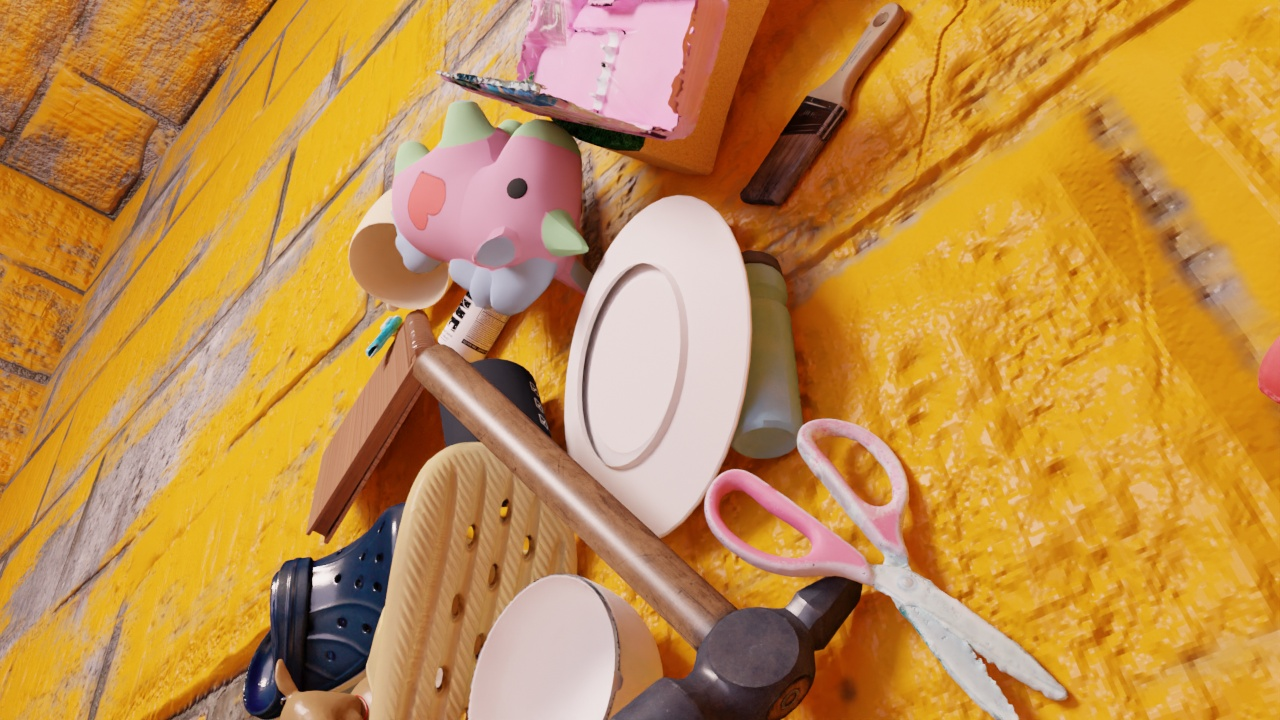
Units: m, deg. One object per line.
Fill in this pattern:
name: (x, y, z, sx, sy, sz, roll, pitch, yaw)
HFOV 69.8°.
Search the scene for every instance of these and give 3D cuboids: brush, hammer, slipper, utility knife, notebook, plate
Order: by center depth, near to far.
hammer: (-0.036, 0.068, 0.480, 0.129, 0.040, 0.322, -31, 43, -24)
slipper: (-0.105, 0.182, 0.540, 0.079, 0.111, 0.261, 140, 141, -59)
plate: (-0.003, 0.003, 0.546, 0.209, 0.015, 0.208, -27, 58, 55)
brush: (0.116, -0.159, 0.578, 0.151, 0.012, 0.039, -55, 36, 5)
brush: (0.019, -0.274, 0.661, 0.195, 0.075, 0.251, 49, 121, 51)
slipper: (-0.236, 0.196, 0.681, 0.253, 0.095, 0.105, -43, 37, 27)
notebook: (-0.227, 0.044, 0.785, 0.169, 0.022, 0.210, -57, 19, 2)
utility knife: (-0.246, -0.020, 0.869, 0.022, 0.015, 0.124, -46, 14, 11)

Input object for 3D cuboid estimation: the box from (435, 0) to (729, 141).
box: (-0.054, -0.200, 0.581, 0.230, 0.105, 0.086, 32, 109, 56)

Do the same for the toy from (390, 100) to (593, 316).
toy: (-0.123, -0.105, 0.697, 0.223, 0.120, 0.171, -20, 67, 39)

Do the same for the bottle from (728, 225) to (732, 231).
bottle: (0.016, -0.050, 0.599, 0.110, 0.036, 0.036, -53, 36, 8)

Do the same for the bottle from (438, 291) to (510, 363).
bottle: (-0.122, -0.054, 0.761, 0.116, 0.041, 0.041, -58, 36, 2)

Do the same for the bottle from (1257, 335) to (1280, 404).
bottle: (0.243, 0.031, 0.253, 0.062, 0.062, 0.137, -52, 38, 10)

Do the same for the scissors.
scissors: (0.116, 0.080, 0.394, 0.105, 0.016, 0.179, -35, 45, -26)

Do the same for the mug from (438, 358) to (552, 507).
mug: (-0.105, 0.063, 0.646, 0.077, 0.071, 0.105, -113, 35, -48)

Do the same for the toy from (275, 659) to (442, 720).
toy: (-0.171, 0.233, 0.573, 0.134, 0.108, 0.105, -43, 55, 21)

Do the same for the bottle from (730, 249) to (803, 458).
bottle: (0.065, -0.010, 0.510, 0.040, 0.040, 0.129, -29, 46, 35)

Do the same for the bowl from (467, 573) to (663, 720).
bowl: (-0.031, 0.173, 0.476, 0.114, 0.063, 0.113, -29, 46, 35)

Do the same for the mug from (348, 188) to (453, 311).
mug: (-0.215, -0.106, 0.867, 0.099, 0.096, 0.120, -80, 13, -50)
